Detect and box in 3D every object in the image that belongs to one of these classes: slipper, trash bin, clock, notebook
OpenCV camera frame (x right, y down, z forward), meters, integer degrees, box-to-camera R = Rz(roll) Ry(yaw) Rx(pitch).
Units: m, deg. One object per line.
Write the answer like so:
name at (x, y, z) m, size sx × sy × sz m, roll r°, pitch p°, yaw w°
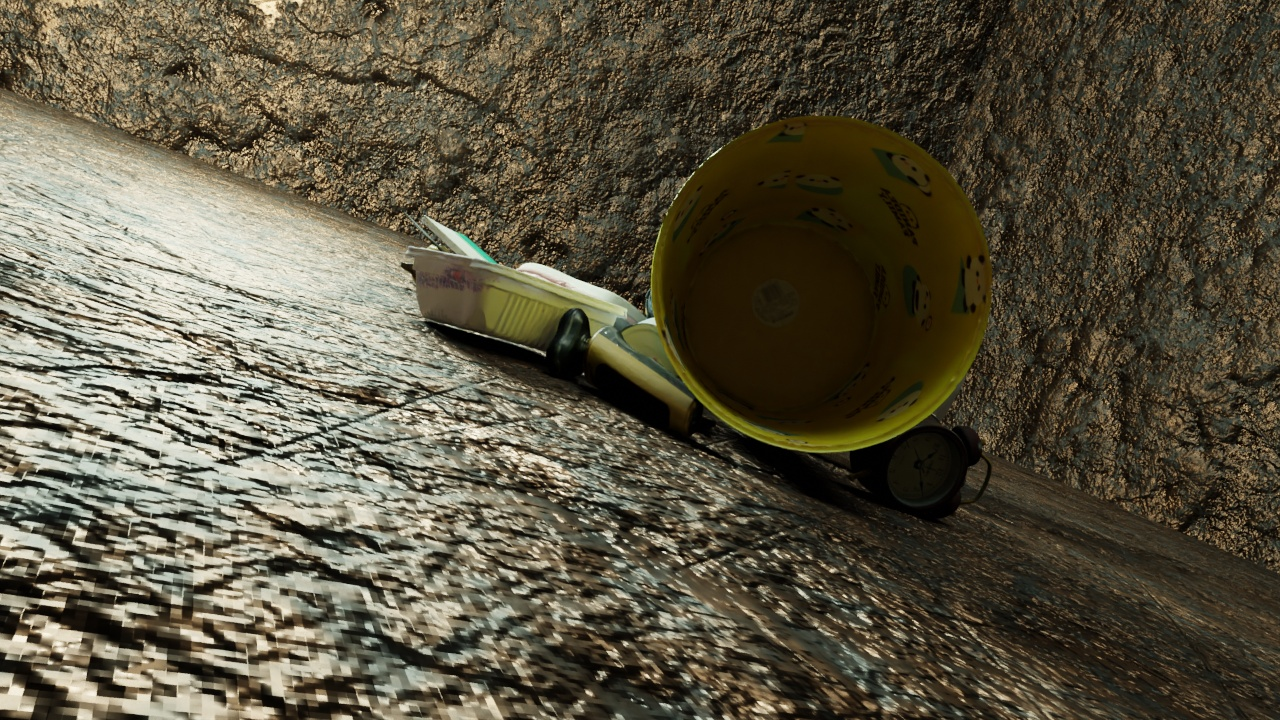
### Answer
slipper at (-0.085, -0.065, 1.174) m, size 0.275 × 0.054 × 0.114 m, roll 22°, pitch -18°, yaw 49°
trash bin at (0.128, -0.047, 0.743) m, size 0.229 × 0.229 × 0.255 m, roll 21°, pitch -1°, yaw 4°
clock at (0.229, 0.083, 0.745) m, size 0.122 × 0.082 × 0.055 m, roll 19°, pitch 9°, yaw -14°
notebook at (-0.153, -0.086, 1.068) m, size 0.209 × 0.012 × 0.150 m, roll 42°, pitch 5°, yaw 6°

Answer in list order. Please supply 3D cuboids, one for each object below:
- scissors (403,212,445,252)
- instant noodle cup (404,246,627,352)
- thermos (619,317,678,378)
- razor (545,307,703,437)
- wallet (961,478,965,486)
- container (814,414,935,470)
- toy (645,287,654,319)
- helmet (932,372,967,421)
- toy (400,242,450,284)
scissors at (-0.198, -0.100, 1.029) m, size 0.142 × 0.014 × 0.173 m, roll 50°, pitch 5°, yaw 38°
instant noodle cup at (-0.115, -0.046, 0.813) m, size 0.138 × 0.060 × 0.173 m, roll 14°, pitch -3°, yaw 45°
thermos at (0.016, -0.008, 0.901) m, size 0.073 × 0.073 × 0.224 m, roll 21°, pitch 7°, yaw 4°
razor at (-0.014, 0.014, 0.725) m, size 0.067 × 0.062 × 0.167 m, roll -21°, pitch 36°, yaw -35°
wallet at (0.283, 0.113, 0.983) m, size 0.115 × 0.033 × 0.090 m, roll 15°, pitch 4°, yaw -45°
container at (0.221, 0.066, 0.911) m, size 0.111 × 0.090 × 0.090 m, roll 29°, pitch 8°, yaw 39°
toy at (0.083, -0.057, 1.023) m, size 0.138 × 0.091 × 0.357 m, roll 51°, pitch -20°, yaw -24°
helmet at (0.275, 0.034, 1.187) m, size 0.258 × 0.146 × 0.229 m, roll 12°, pitch 5°, yaw -12°
toy at (-0.225, -0.108, 1.113) m, size 0.105 × 0.066 × 0.157 m, roll 16°, pitch 10°, yaw 14°
